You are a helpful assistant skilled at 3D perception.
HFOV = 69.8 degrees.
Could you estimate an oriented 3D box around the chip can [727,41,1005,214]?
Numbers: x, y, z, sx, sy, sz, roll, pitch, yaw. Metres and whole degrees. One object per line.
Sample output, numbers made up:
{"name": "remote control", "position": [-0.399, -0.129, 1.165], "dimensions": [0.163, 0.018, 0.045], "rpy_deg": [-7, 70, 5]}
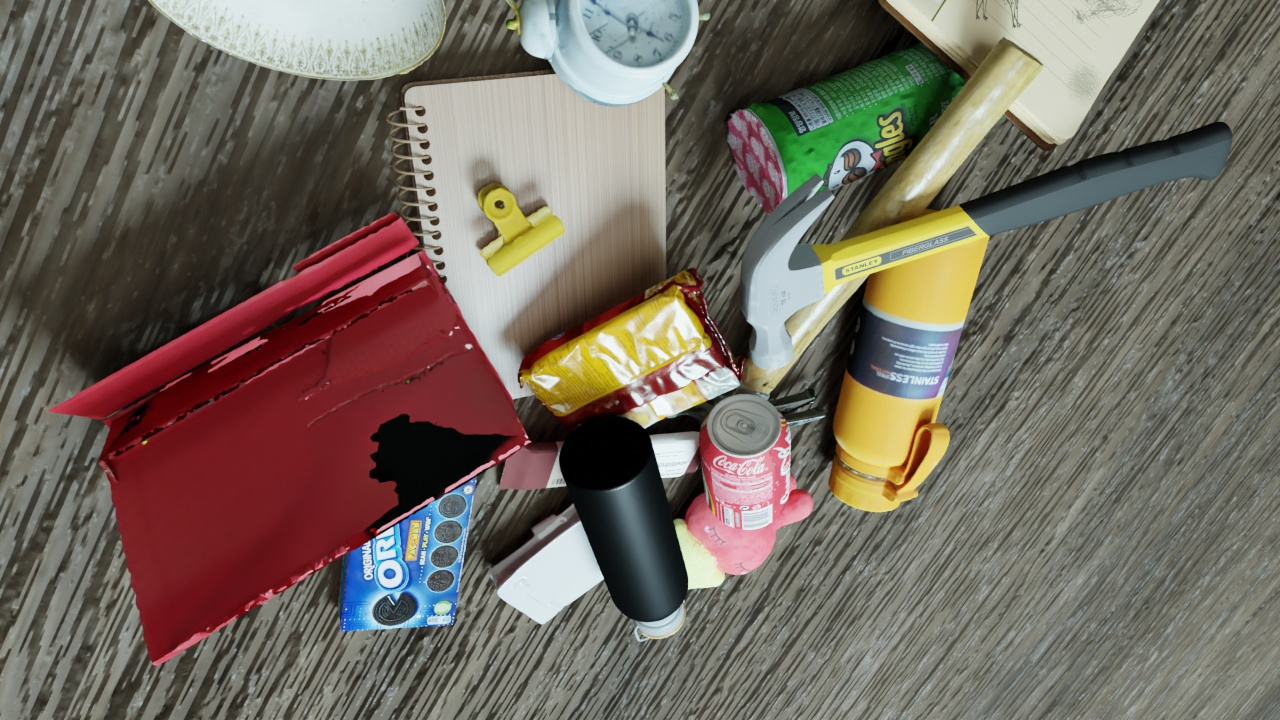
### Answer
{"name": "chip can", "position": [0.172, -0.170, 0.608], "dimensions": [0.223, 0.075, 0.075], "rpy_deg": [-23, 122, -10]}

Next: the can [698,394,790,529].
{"name": "can", "position": [0.077, 0.074, 0.668], "dimensions": [0.064, 0.064, 0.105], "rpy_deg": [-24, 144, -9]}

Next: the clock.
{"name": "clock", "position": [-0.023, -0.196, 0.517], "dimensions": [0.117, 0.057, 0.083], "rpy_deg": [23, 86, -17]}

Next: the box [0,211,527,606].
{"name": "box", "position": [-0.228, -0.056, 0.400], "dimensions": [0.215, 0.141, 0.511], "rpy_deg": [-29, 139, -6]}

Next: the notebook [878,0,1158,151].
{"name": "notebook", "position": [0.263, -0.271, 0.571], "dimensions": [0.167, 0.024, 0.225], "rpy_deg": [35, 86, -15]}

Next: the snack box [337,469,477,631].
{"name": "snack box", "position": [-0.166, 0.124, 0.648], "dimensions": [0.082, 0.027, 0.150], "rpy_deg": [2, 114, -23]}

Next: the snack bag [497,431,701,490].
{"name": "snack bag", "position": [-0.024, 0.073, 0.679], "dimensions": [0.157, 0.013, 0.057], "rpy_deg": [-3, 143, -20]}

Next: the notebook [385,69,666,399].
{"name": "notebook", "position": [-0.065, -0.076, 0.590], "dimensions": [0.169, 0.022, 0.211], "rpy_deg": [-11, 119, -17]}

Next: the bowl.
{"name": "bowl", "position": [-0.165, -0.200, 0.443], "dimensions": [0.145, 0.145, 0.063], "rpy_deg": [8, 75, -26]}

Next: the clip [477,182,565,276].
{"name": "clip", "position": [-0.080, -0.084, 0.557], "dimensions": [0.054, 0.044, 0.049], "rpy_deg": [-35, 89, -3]}

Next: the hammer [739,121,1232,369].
{"name": "hammer", "position": [0.217, -0.090, 0.579], "dimensions": [0.323, 0.029, 0.127], "rpy_deg": [-18, 135, -1]}

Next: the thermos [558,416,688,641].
{"name": "thermos", "position": [-0.002, 0.137, 0.663], "dimensions": [0.061, 0.061, 0.232], "rpy_deg": [-24, 136, -9]}

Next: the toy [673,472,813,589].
{"name": "toy", "position": [0.076, 0.137, 0.742], "dimensions": [0.135, 0.045, 0.092], "rpy_deg": [-32, 125, 3]}

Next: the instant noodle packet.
{"name": "instant noodle packet", "position": [-0.004, 0.004, 0.605], "dimensions": [0.136, 0.039, 0.098], "rpy_deg": [-27, 132, 14]}

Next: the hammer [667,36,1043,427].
{"name": "hammer", "position": [0.143, -0.064, 0.620], "dimensions": [0.132, 0.033, 0.331], "rpy_deg": [17, 126, -28]}

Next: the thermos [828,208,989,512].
{"name": "thermos", "position": [0.198, 0.008, 0.698], "dimensions": [0.076, 0.091, 0.233], "rpy_deg": [7, 114, -3]}

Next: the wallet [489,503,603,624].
{"name": "wallet", "position": [-0.054, 0.150, 0.708], "dimensions": [0.116, 0.032, 0.086], "rpy_deg": [-36, 134, -4]}
